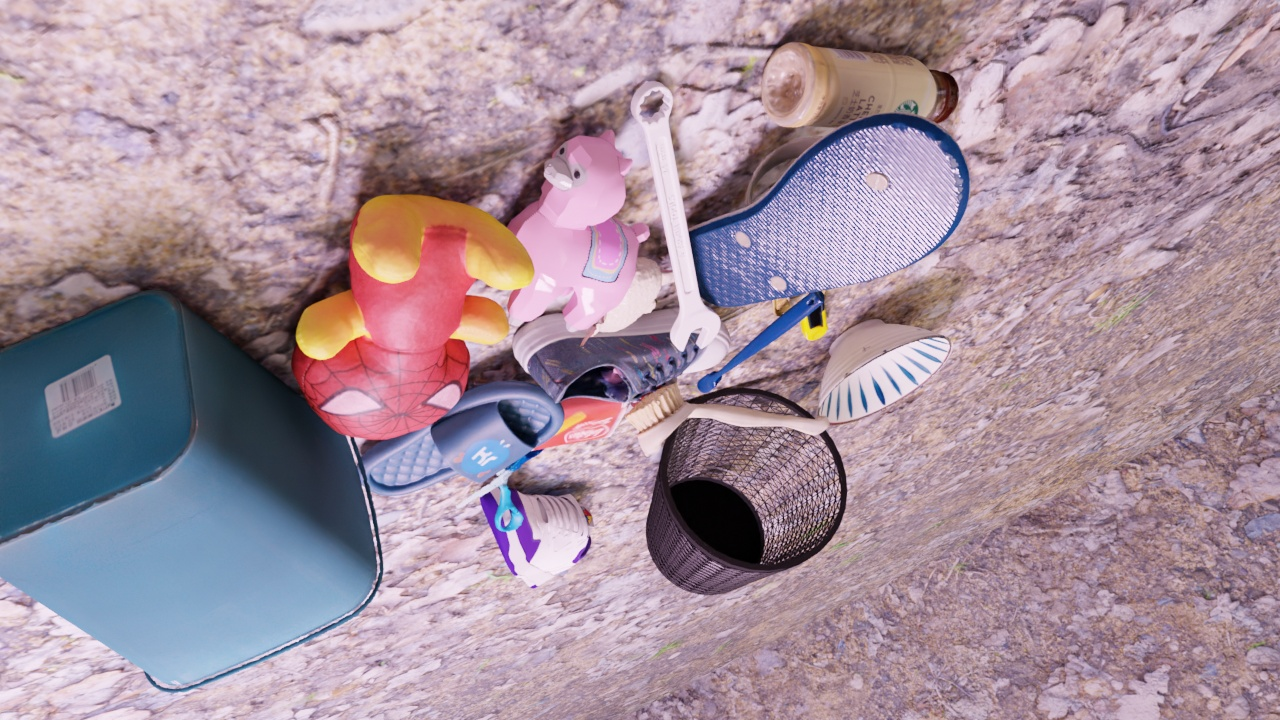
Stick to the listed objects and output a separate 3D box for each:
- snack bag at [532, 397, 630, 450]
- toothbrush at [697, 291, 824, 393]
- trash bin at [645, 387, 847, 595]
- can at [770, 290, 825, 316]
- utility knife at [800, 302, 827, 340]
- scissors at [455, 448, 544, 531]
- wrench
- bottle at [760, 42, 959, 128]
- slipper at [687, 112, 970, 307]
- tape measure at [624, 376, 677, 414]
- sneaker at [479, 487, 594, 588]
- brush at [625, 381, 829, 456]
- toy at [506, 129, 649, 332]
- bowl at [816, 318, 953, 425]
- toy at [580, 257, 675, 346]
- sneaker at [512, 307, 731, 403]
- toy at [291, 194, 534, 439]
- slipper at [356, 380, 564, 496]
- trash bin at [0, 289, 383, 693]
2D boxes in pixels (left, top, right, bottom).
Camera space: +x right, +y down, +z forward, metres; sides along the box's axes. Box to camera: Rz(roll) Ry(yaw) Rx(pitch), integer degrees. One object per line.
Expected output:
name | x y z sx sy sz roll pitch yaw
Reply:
snack bag | -0.073 0.056 0.935 0.115 0.036 0.077 -7 147 -31
toothbrush | 0.112 -0.016 0.877 0.017 0.016 0.191 -36 176 -42
trash bin | 0.108 0.184 1.141 0.216 0.216 0.244 -16 157 -18
can | 0.130 -0.090 0.826 0.054 0.059 0.100 -24 152 -2
utility knife | 0.176 -0.066 0.952 0.029 0.020 0.174 -29 151 1
scissors | -0.140 0.122 0.965 0.132 0.014 0.127 -39 129 -27
wrench | 0.029 -0.098 0.718 0.047 0.009 0.274 -30 141 -12
bottle | 0.166 -0.197 0.674 0.161 0.056 0.057 -6 147 -32
slipper | 0.132 -0.108 0.700 0.296 0.118 0.060 -19 -153 55
tape measure | 0.005 0.030 0.972 0.062 0.020 0.060 -11 149 -28
sneaker | -0.113 0.202 1.104 0.111 0.091 0.244 -26 154 -7
brush | 0.103 0.064 0.991 0.271 0.077 0.062 3 173 -34
toy | -0.045 -0.093 0.672 0.123 0.067 0.158 3 137 -45
bowl | 0.273 0.000 1.089 0.177 0.071 0.178 -20 152 -11
toy | -0.016 -0.053 0.772 0.112 0.050 0.087 -22 165 -38
sneaker | -0.005 0.005 0.858 0.235 0.079 0.088 -3 144 -37
toy | -0.171 -0.024 0.651 0.147 0.098 0.217 9 137 -32
slipper | -0.165 0.085 0.854 0.214 0.059 0.104 -24 144 14
trash bin | -0.323 0.087 0.636 0.199 0.196 0.219 -24 146 -4
